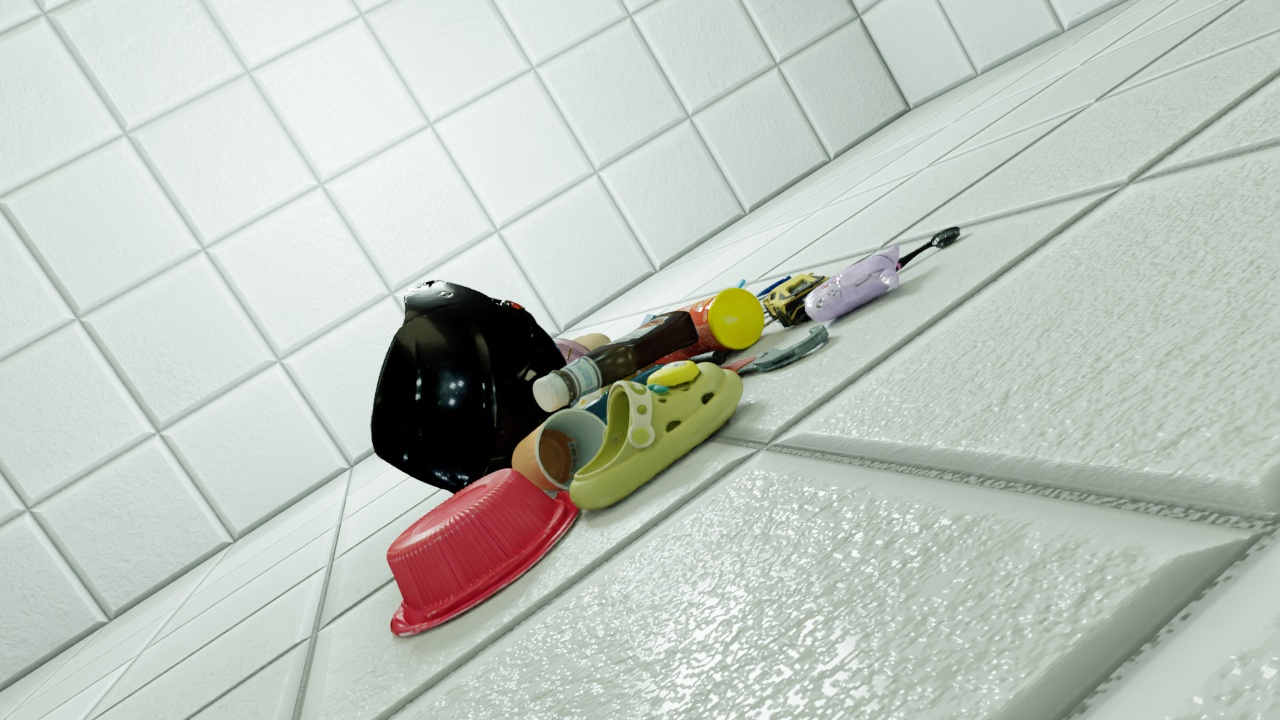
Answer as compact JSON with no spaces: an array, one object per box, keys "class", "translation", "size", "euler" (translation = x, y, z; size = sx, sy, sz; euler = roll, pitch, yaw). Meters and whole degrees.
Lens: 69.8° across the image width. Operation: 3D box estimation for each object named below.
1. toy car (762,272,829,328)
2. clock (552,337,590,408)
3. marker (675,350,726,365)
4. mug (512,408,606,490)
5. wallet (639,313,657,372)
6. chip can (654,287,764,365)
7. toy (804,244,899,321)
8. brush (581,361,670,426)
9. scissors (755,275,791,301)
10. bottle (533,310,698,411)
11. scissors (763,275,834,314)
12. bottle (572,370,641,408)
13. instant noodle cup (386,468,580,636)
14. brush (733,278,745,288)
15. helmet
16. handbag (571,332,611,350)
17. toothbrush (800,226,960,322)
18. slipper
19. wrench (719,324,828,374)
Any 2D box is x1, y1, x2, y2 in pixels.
[{"class":"toy car","translation":[0.180,-0.074,1.064],"size":[0.071,0.041,0.156],"euler":[-30,6,2]},{"class":"clock","translation":[-0.128,0.040,1.284],"size":[0.159,0.117,0.059],"euler":[-25,21,32]},{"class":"marker","translation":[0.058,0.006,1.111],"size":[0.022,0.020,0.132],"euler":[-17,-1,-32]},{"class":"mug","translation":[-0.083,0.095,0.913],"size":[0.078,0.078,0.123],"euler":[-35,4,-25]},{"class":"wallet","translation":[-0.007,0.007,1.120],"size":[0.133,0.040,0.106],"euler":[-63,7,2]},{"class":"chip can","translation":[0.070,-0.036,1.146],"size":[0.073,0.073,0.217],"euler":[-35,7,-24]},{"class":"toy","translation":[0.213,-0.071,0.923],"size":[0.108,0.039,0.083],"euler":[-27,20,27]},{"class":"brush","translation":[-0.011,0.052,0.951],"size":[0.144,0.055,0.073],"euler":[-30,6,10]},{"class":"scissors","translation":[0.147,-0.078,1.286],"size":[0.172,0.012,0.163],"euler":[-33,3,-41]},{"class":"bottle","translation":[-0.028,0.000,0.974],"size":[0.194,0.044,0.080],"euler":[-27,11,-35]},{"class":"scissors","translation":[0.165,-0.062,1.166],"size":[0.136,0.014,0.175],"euler":[-35,10,-31]},{"class":"bottle","translation":[-0.040,0.053,1.026],"size":[0.108,0.063,0.063],"euler":[-34,8,-18]},{"class":"instant noodle cup","translation":[-0.150,0.156,0.808],"size":[0.194,0.066,0.193],"euler":[-31,7,4]},{"class":"brush","translation":[0.059,-0.043,1.306],"size":[0.254,0.046,0.083],"euler":[-36,2,-23]},{"class":"helmet","translation":[-0.193,0.043,1.104],"size":[0.274,0.230,0.234],"euler":[-18,-48,-53]},{"class":"handbag","translation":[-0.126,0.029,1.426],"size":[0.148,0.100,0.204],"euler":[-19,12,26]},{"class":"toothbrush","translation":[0.254,-0.089,0.974],"size":[0.189,0.014,0.017],"euler":[-31,21,12]},{"class":"slipper","translation":[0.006,0.052,0.800],"size":[0.190,0.081,0.092],"euler":[-38,12,-23]},{"class":"wrench","translation":[0.092,0.009,0.969],"size":[0.056,0.016,0.274],"euler":[-37,9,-35]}]
